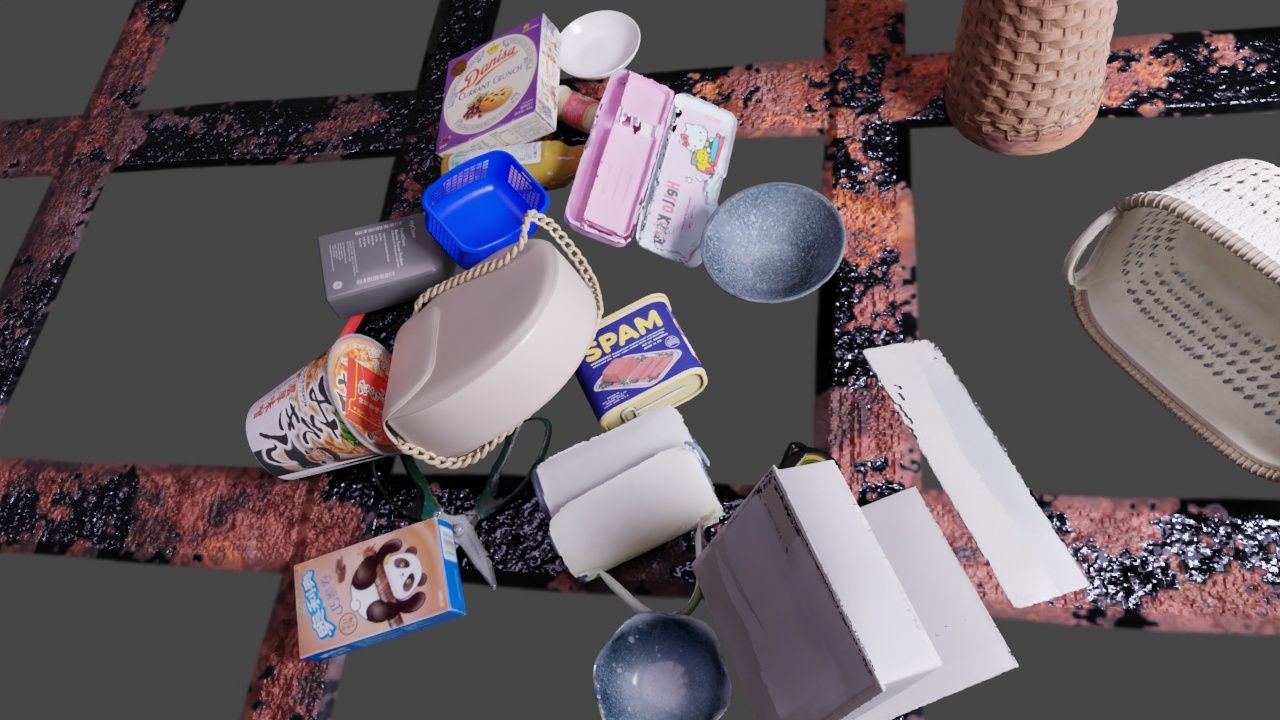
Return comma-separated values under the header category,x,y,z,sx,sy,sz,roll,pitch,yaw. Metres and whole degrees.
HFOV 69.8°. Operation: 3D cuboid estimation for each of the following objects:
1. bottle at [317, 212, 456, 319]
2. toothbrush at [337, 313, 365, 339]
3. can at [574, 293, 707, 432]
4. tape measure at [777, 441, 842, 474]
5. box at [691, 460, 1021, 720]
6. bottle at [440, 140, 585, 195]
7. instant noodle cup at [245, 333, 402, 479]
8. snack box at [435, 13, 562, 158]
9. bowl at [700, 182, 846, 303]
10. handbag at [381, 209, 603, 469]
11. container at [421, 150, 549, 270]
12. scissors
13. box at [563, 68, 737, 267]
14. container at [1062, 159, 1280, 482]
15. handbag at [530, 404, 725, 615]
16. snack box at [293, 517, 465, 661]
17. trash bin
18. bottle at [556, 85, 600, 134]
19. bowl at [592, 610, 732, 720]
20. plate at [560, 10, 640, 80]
category,x,y,z,sx,sy,sz,roll,pitch,yaw
bottle,-0.250,-0.109,0.984,0.174,0.046,0.083,-15,66,-4
toothbrush,-0.328,-0.013,0.982,0.018,0.012,0.212,16,69,20
can,-0.005,0.005,0.870,0.116,0.056,0.092,-28,62,-1
tape measure,0.144,0.107,0.794,0.061,0.034,0.061,24,66,27
box,0.222,0.206,0.775,0.174,0.421,0.167,-42,56,30
bottle,-0.123,-0.211,1.010,0.186,0.053,0.053,-5,63,11
instant noodle cup,-0.302,0.054,0.884,0.122,0.123,0.123,-23,59,18
snack box,-0.160,-0.305,1.050,0.144,0.040,0.147,-15,59,28
bowl,0.130,-0.101,0.890,0.137,0.057,0.136,-6,62,11
handbag,-0.145,-0.021,0.845,0.209,0.103,0.210,-33,32,12
container,-0.161,-0.151,0.947,0.114,0.058,0.096,-38,81,-26
scissors,-0.160,0.118,0.875,0.202,0.015,0.201,-38,62,-8
box,0.013,-0.202,0.963,0.152,0.038,0.200,21,67,-13
container,0.475,-0.037,0.711,0.142,0.185,0.246,-31,62,-15
handbag,0.000,0.141,0.790,0.151,0.074,0.176,-24,61,0
snack box,-0.237,0.207,0.829,0.151,0.034,0.087,-20,63,9
trash bin,0.370,-0.316,0.854,0.151,0.210,0.151,-5,63,10
bottle,-0.055,-0.274,1.032,0.109,0.044,0.044,29,73,25
bowl,0.020,0.260,0.735,0.110,0.055,0.110,-6,62,10
plate,-0.049,-0.367,1.086,0.104,0.026,0.104,-6,63,11
